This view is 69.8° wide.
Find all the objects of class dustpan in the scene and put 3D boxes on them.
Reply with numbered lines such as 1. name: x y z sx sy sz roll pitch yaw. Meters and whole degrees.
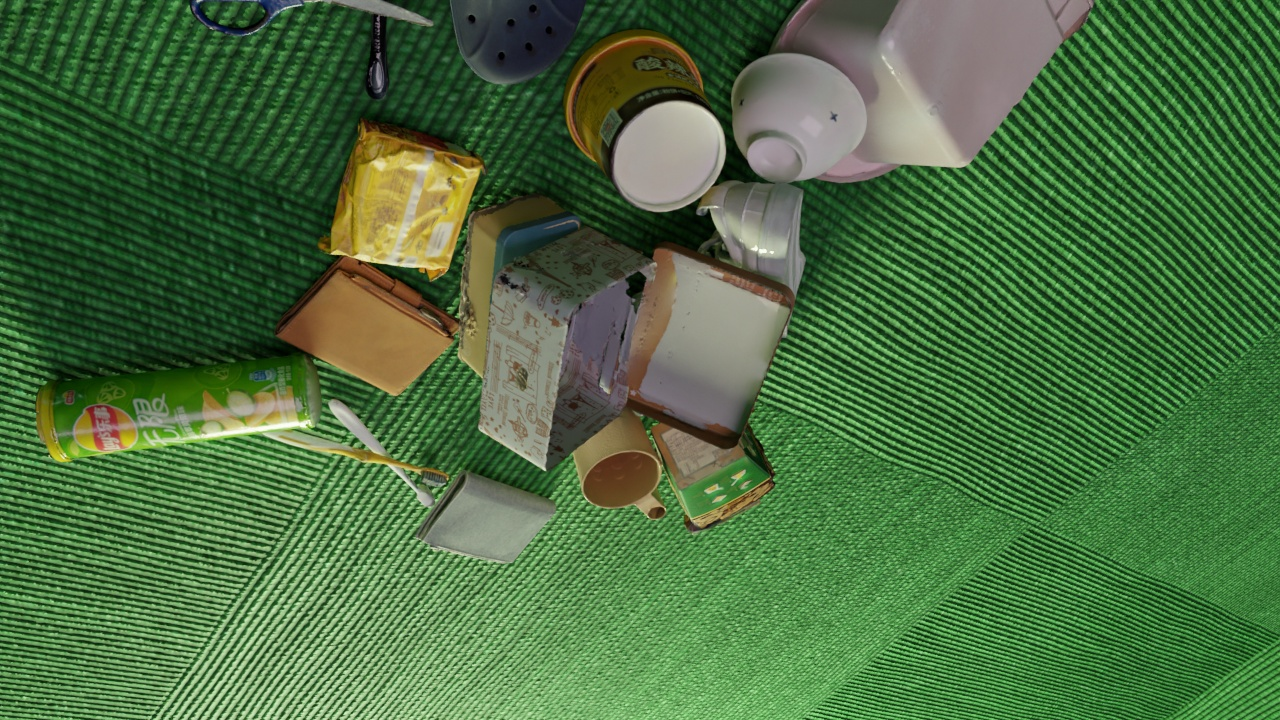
1. dustpan: 0.236 -0.286 0.801 0.222 0.139 0.273 41 80 -38

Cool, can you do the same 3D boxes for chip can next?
1. chip can: -0.399 0.039 0.813 0.221 0.072 0.073 -7 131 -14

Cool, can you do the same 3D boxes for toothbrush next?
1. toothbrush: -0.265 0.096 0.949 0.016 0.016 0.180 -29 130 3
2. toothbrush: -0.285 0.098 0.923 0.191 0.018 0.016 19 127 -22

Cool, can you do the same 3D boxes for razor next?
1. razor: -0.189 -0.259 0.666 0.042 0.022 0.143 8 127 -7

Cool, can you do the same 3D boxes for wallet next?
1. wallet: -0.245 -0.030 0.836 0.108 0.031 0.131 -41 131 19
2. wallet: -0.175 0.179 1.034 0.129 0.037 0.107 27 110 -40

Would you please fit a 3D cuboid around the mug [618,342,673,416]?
1. mug: 0.047 0.007 0.944 0.122 0.078 0.078 -12 132 -16

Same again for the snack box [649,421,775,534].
1. snack box: 0.069 0.102 0.981 0.117 0.118 0.105 -29 151 5

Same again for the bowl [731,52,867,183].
1. bowl: 0.122 -0.188 0.766 0.118 0.064 0.118 20 151 11

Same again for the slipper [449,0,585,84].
1. slipper: -0.084 -0.307 0.617 0.105 0.095 0.253 -8 128 -9

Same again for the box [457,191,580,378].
1. box: -0.109 -0.066 0.816 0.089 0.059 0.185 -25 142 -36

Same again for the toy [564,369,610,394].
1. toy: -0.085 0.032 0.929 0.108 0.038 0.084 -16 132 19

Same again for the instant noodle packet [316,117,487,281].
1. instant noodle packet: -0.197 -0.129 0.759 0.110 0.044 0.129 11 127 -29

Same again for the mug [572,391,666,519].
1. mug: -0.021 0.100 0.975 0.084 0.103 0.124 -34 132 10

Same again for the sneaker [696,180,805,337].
1. sneaker: 0.101 -0.089 0.849 0.091 0.089 0.242 13 163 15

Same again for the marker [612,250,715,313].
1. marker: 0.017 -0.070 0.901 0.131 0.018 0.022 -31 146 9

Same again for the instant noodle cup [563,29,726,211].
1. instant noodle cup: 0.006 -0.187 0.734 0.118 0.114 0.119 -9 131 -11

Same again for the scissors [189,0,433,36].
1. scissors: -0.234 -0.254 0.645 0.171 0.012 0.141 33 118 -27

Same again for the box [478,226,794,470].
1. box: -0.013 0.008 0.778 0.227 0.156 0.181 22 125 8
